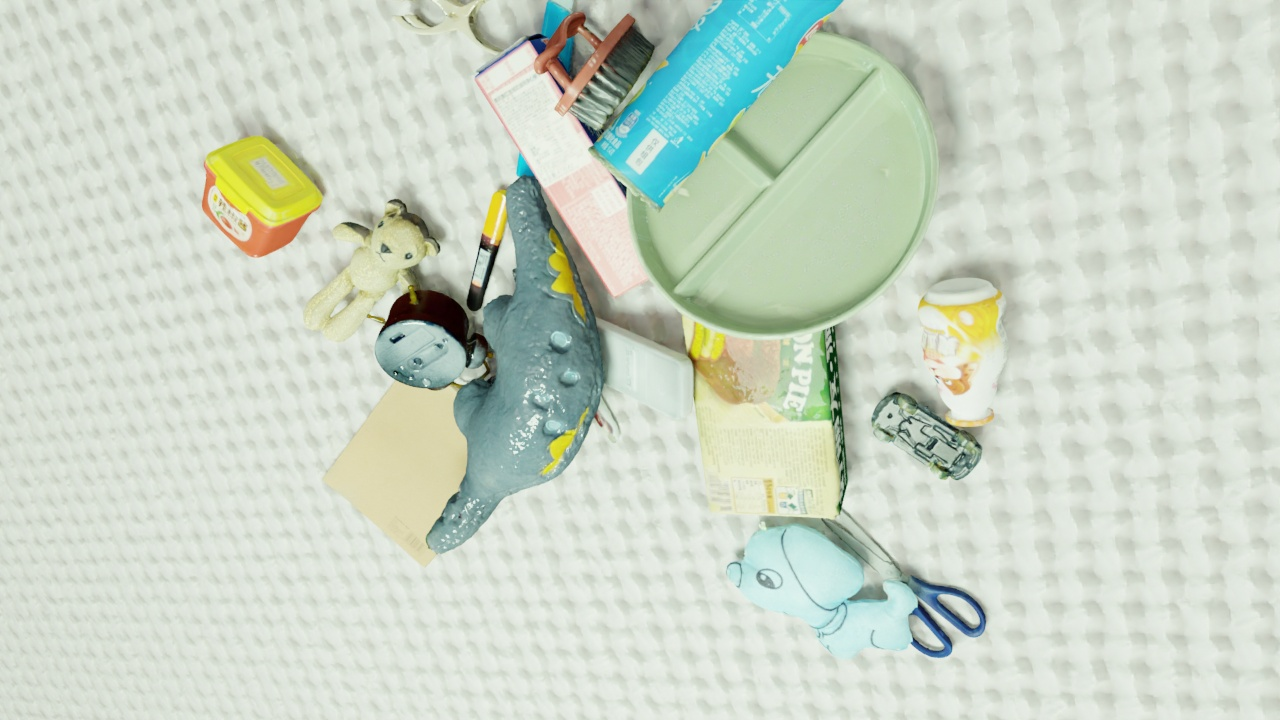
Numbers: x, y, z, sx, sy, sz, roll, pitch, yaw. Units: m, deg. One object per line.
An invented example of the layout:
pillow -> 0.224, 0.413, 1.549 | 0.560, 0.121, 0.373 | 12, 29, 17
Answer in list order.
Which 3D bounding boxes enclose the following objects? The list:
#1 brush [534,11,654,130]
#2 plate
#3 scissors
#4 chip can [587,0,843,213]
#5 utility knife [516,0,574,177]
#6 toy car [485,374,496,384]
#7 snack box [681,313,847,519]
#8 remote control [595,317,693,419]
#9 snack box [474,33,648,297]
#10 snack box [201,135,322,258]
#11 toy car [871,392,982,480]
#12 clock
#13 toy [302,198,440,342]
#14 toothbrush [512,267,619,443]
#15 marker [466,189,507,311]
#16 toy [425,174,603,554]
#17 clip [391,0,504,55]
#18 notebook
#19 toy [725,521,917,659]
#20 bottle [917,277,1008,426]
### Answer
brush -> -0.038, -0.215, 0.669 | 0.069, 0.145, 0.063 | 36, 119, -12
plate -> 0.099, -0.127, 0.673 | 0.230, 0.027, 0.230 | -2, 84, 22
scissors -> 0.222, 0.201, 0.818 | 0.173, 0.012, 0.126 | 20, 116, 14
chip can -> 0.057, -0.205, 0.645 | 0.071, 0.071, 0.210 | 42, 101, 0
utility knife -> -0.075, -0.226, 0.752 | 0.034, 0.018, 0.161 | 19, 115, 13
toy car -> -0.118, 0.027, 0.865 | 0.106, 0.031, 0.049 | -35, 97, 28
snack box -> 0.103, 0.012, 0.756 | 0.115, 0.063, 0.240 | -2, 110, 21
remote control -> -0.005, 0.005, 0.784 | 0.136, 0.020, 0.056 | 24, 123, 45
snack box -> -0.048, -0.156, 0.736 | 0.058, 0.057, 0.207 | -27, 106, 20
snack box -> -0.357, -0.151, 0.859 | 0.091, 0.081, 0.080 | 45, 132, 0
toy car -> 0.231, 0.059, 0.744 | 0.090, 0.034, 0.043 | 32, 121, 8
clock -> -0.192, -0.013, 0.854 | 0.082, 0.055, 0.122 | -30, 126, 22
toy -> -0.254, -0.078, 0.852 | 0.157, 0.066, 0.105 | -41, 98, 22
toothbrush -> -0.067, -0.004, 0.840 | 0.016, 0.017, 0.187 | -23, 101, 28
marker -> -0.138, -0.098, 0.831 | 0.018, 0.015, 0.124 | 27, 121, 10
toy -> -0.102, 0.028, 0.796 | 0.138, 0.091, 0.357 | 24, 107, 17
clip -> -0.152, -0.281, 0.753 | 0.100, 0.034, 0.070 | 11, 114, 7
notebook -> -0.228, 0.110, 0.951 | 0.149, 0.012, 0.212 | 42, 119, -1
toy -> 0.158, 0.202, 0.819 | 0.162, 0.049, 0.156 | -18, 103, 29
bottle -> 0.246, -0.005, 0.695 | 0.063, 0.063, 0.108 | -4, 109, 22
